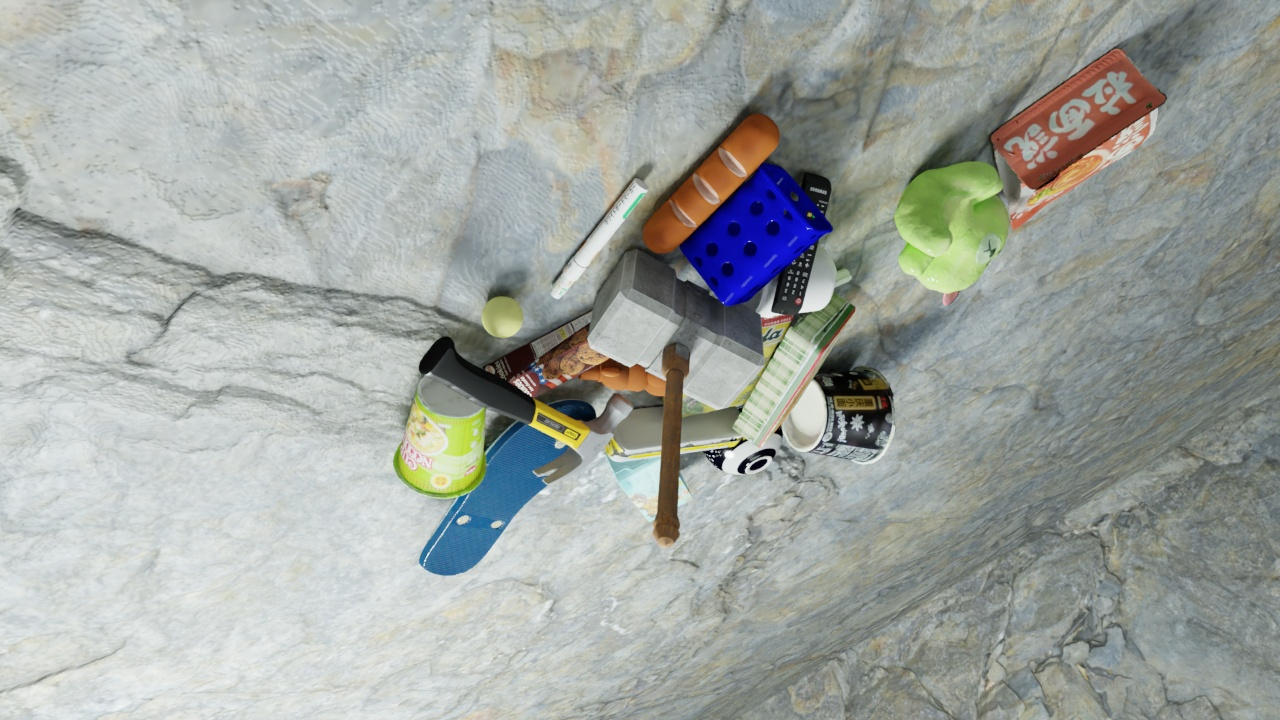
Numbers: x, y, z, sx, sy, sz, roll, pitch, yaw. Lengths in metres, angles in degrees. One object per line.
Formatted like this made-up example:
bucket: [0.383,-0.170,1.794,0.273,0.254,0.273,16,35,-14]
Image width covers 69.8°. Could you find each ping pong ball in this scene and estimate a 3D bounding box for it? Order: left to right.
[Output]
ping pong ball: [-0.132,-0.042,0.880,0.040,0.040,0.040,-19,147,-13]

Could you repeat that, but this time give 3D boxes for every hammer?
hammer: [-0.117,0.049,0.935,0.127,0.029,0.323,-53,149,0]
hammer: [0.030,0.043,0.830,0.162,0.316,0.083,26,126,-15]

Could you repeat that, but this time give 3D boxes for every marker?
marker: [-0.041,-0.113,0.868,0.017,0.017,0.146,9,133,-44]
marker: [0.193,-0.078,1.068,0.133,0.020,0.017,-24,118,-27]

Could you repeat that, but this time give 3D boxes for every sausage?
sausage: [0.064,-0.162,0.852,0.165,0.039,0.044,-44,179,24]

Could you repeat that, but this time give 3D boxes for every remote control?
remote control: [0.163,-0.117,0.938,0.033,0.015,0.147,8,100,-28]

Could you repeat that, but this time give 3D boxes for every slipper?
slipper: [-0.171,0.142,1.098,0.118,0.060,0.295,21,115,-47]

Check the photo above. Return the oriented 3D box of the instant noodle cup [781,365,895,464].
instant noodle cup: [0.267,0.075,1.270,0.112,0.137,0.138,3,138,-27]

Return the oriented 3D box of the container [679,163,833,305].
container: [0.111,-0.120,0.893,0.114,0.085,0.084,-42,169,24]

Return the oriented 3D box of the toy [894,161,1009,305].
toy: [0.349,-0.150,1.039,0.150,0.107,0.197,-54,155,-1]

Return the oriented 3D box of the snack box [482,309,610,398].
snack box: [-0.091,-0.002,0.975,0.141,0.031,0.051,-28,148,0]

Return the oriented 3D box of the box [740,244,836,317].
box: [0.125,-0.068,1.001,0.155,0.084,0.126,-7,149,-27]

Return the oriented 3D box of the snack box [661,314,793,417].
snack box: [0.101,0.003,1.114,0.121,0.045,0.181,-11,145,-24]

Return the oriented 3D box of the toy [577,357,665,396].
toy: [-0.006,0.006,1.031,0.127,0.065,0.095,3,180,-18]

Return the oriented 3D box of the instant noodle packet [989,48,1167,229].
instant noodle packet: [0.503,-0.238,1.075,0.164,0.084,0.220,-36,159,11]

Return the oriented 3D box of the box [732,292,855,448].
box: [0.193,0.013,1.152,0.117,0.051,0.206,-39,162,-42]

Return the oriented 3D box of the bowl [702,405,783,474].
bowl: [0.153,0.123,1.305,0.120,0.066,0.120,-19,147,-13]

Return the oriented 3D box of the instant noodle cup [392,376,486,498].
instant noodle cup: [-0.201,0.071,0.949,0.098,0.099,0.108,-8,136,-29]

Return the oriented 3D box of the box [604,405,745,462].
box: [0.046,0.088,1.176,0.209,0.064,0.037,-4,146,-33]

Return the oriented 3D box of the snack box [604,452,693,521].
snack box: [0.015,0.162,1.272,0.075,0.053,0.175,-29,149,0]
